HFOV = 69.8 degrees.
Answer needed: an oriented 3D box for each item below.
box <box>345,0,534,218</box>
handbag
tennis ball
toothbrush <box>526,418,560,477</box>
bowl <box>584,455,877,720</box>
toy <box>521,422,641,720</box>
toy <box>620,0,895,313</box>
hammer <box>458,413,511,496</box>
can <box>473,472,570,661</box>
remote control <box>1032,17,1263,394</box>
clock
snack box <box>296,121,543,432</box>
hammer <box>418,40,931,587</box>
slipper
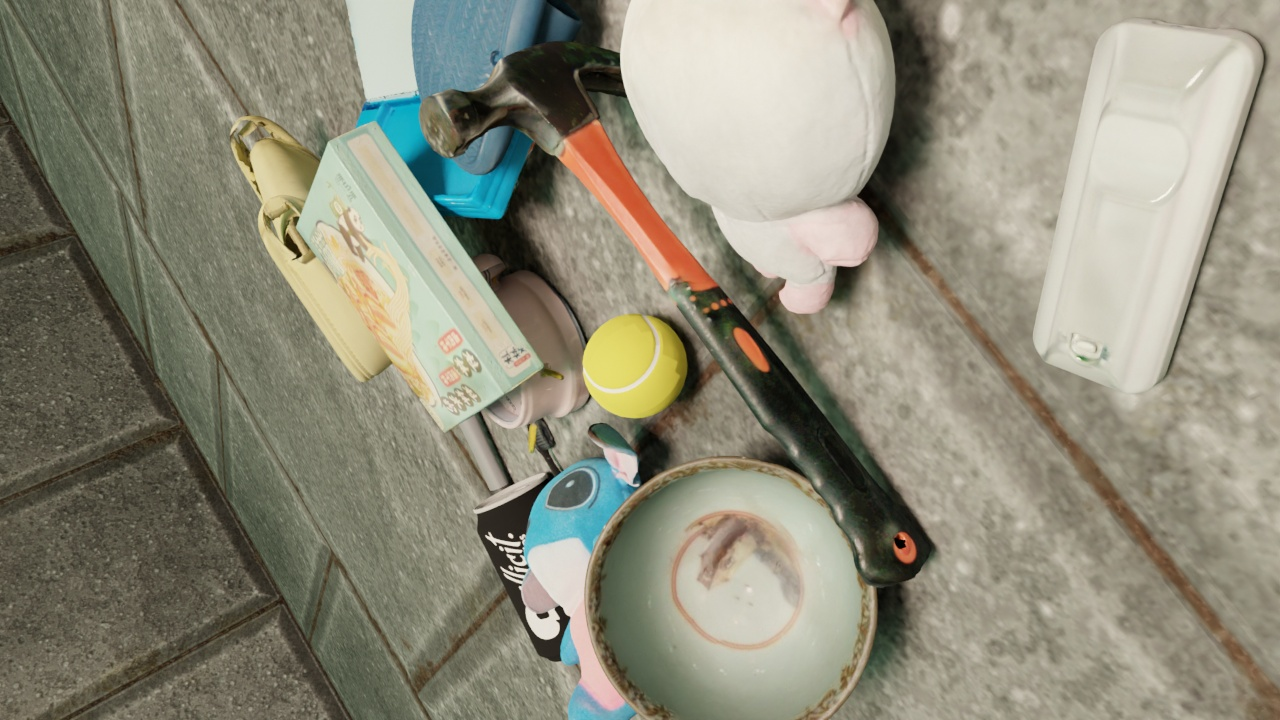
[{"bbox_3d":[-0.150,-0.190,0.659,0.244,0.059,0.175,13,100,50],"label":"box"},{"bbox_3d":[-0.272,-0.106,0.806,0.233,0.088,0.191,49,169,44],"label":"handbag"},{"bbox_3d":[-0.003,0.003,0.572,0.065,0.065,0.065,34,138,37],"label":"tennis ball"},{"bbox_3d":[-0.048,0.131,0.777,0.017,0.014,0.188,-29,89,50],"label":"toothbrush"},{"bbox_3d":[0.055,0.133,0.539,0.160,0.160,0.094,57,-172,8],"label":"bowl"},{"bbox_3d":[-0.023,0.151,0.651,0.225,0.098,0.191,116,145,-44],"label":"toy"},{"bbox_3d":[0.054,-0.098,0.400,0.139,0.101,0.180,44,163,46],"label":"toy"},{"bbox_3d":[-0.123,0.140,0.875,0.125,0.029,0.311,-14,102,57],"label":"hammer"},{"bbox_3d":[-0.081,0.178,0.793,0.080,0.080,0.146,-22,95,58],"label":"can"},{"bbox_3d":[0.174,-0.050,0.327,0.050,0.022,0.133,30,136,41],"label":"remote control"},{"bbox_3d":[-0.106,-0.018,0.706,0.158,0.058,0.117,49,145,22],"label":"clock"},{"bbox_3d":[-0.159,-0.049,0.642,0.193,0.044,0.142,56,149,-4],"label":"snack box"},{"bbox_3d":[0.039,-0.020,0.469,0.333,0.132,0.033,53,145,-2],"label":"hammer"},{"bbox_3d":[-0.074,-0.206,0.500,0.104,0.059,0.214,42,126,28],"label":"slipper"}]
